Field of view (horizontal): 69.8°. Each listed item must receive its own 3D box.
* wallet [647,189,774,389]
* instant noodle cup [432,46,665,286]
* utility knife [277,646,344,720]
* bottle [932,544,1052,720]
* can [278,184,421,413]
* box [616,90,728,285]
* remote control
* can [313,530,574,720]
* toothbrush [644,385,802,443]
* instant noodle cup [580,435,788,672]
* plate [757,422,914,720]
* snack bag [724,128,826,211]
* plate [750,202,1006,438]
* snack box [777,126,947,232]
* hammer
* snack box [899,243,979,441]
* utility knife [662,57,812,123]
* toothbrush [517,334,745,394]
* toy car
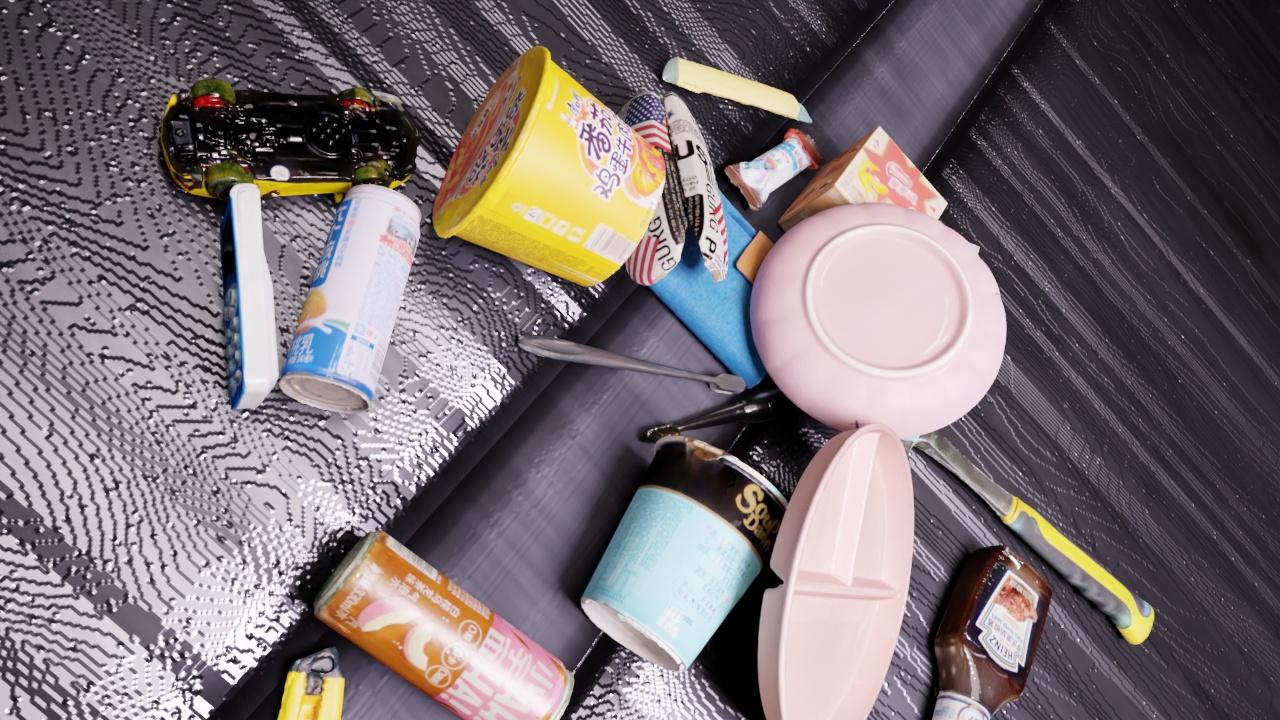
[{"bbox_3d":[0.071,-0.058,0.721,0.133,0.040,0.106,46,61,-8],"label":"wallet"},{"bbox_3d":[-0.057,-0.122,0.617,0.109,0.138,0.137,26,61,-28],"label":"instant noodle cup"},{"bbox_3d":[-0.184,0.255,0.473,0.033,0.015,0.208,14,66,-22],"label":"utility knife"},{"bbox_3d":[0.266,0.241,0.721,0.080,0.044,0.194,42,58,-10],"label":"bottle"},{"bbox_3d":[-0.174,-0.039,0.561,0.053,0.053,0.134,20,64,-23],"label":"can"},{"bbox_3d":[0.012,-0.128,0.685,0.088,0.076,0.162,-13,64,12],"label":"box"},{"bbox_3d":[-0.228,-0.036,0.532,0.024,0.049,0.124,-1,74,-33],"label":"remote control"},{"bbox_3d":[-0.111,0.161,0.523,0.147,0.058,0.057,40,58,-12],"label":"can"},{"bbox_3d":[0.093,0.035,0.705,0.212,0.027,0.026,-13,112,-33],"label":"toothbrush"},{"bbox_3d":[0.024,0.128,0.591,0.111,0.111,0.120,42,65,-11],"label":"instant noodle cup"},{"bbox_3d":[0.136,0.154,0.621,0.228,0.028,0.229,-16,109,-54],"label":"plate"},{"bbox_3d":[0.116,-0.166,0.791,0.105,0.026,0.045,-37,96,-32],"label":"snack bag"},{"bbox_3d":[0.179,-0.039,0.679,0.192,0.039,0.192,0,70,0],"label":"plate"},{"bbox_3d":[0.191,-0.127,0.789,0.093,0.077,0.094,45,56,-8],"label":"snack box"},{"bbox_3d":[0.338,0.138,0.807,0.323,0.032,0.125,39,59,-12],"label":"hammer"},{"bbox_3d":[0.233,-0.022,0.762,0.052,0.074,0.174,18,53,16],"label":"snack box"},{"bbox_3d":[0.089,-0.237,0.806,0.167,0.018,0.031,5,74,-27],"label":"utility knife"},{"bbox_3d":[-0.004,0.004,0.669,0.181,0.018,0.015,12,73,-24],"label":"toothbrush"},{"bbox_3d":[-0.216,-0.135,0.578,0.155,0.041,0.071,-9,77,-30],"label":"toy car"}]
